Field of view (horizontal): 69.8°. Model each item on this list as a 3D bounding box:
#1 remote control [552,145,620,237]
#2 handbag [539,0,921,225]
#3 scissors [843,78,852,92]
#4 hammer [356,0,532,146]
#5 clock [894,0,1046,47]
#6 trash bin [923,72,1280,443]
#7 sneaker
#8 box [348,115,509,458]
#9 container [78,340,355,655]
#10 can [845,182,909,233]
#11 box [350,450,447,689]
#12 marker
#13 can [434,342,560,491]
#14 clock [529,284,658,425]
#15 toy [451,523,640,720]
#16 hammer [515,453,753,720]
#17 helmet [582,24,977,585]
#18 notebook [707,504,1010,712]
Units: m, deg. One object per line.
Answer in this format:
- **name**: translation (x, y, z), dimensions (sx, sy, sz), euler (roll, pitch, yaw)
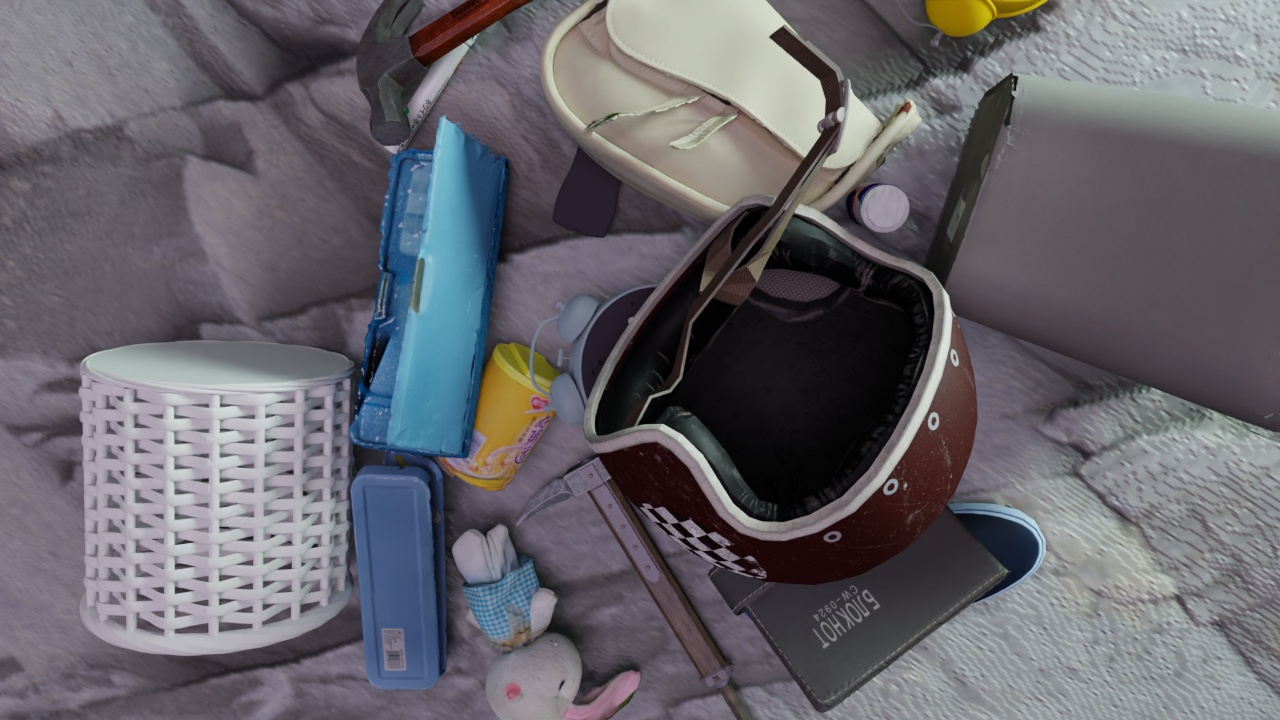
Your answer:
- **remote control**: translation (-0.029, -0.158, 0.704), dimensions (0.046, 0.009, 0.124), euler (19, 99, 3)
- **handbag**: translation (0.055, -0.181, 0.626), dimensions (0.229, 0.132, 0.184), euler (44, 96, -3)
- **scissors**: translation (0.133, -0.131, 0.691), dimensions (0.108, 0.016, 0.179), euler (-18, 97, 8)
- **hammer**: translation (-0.074, -0.267, 0.639), dimensions (0.301, 0.028, 0.111), euler (-25, 66, 17)
- **clock**: translation (0.242, -0.292, 0.633), dimensions (0.152, 0.052, 0.113), euler (-28, 96, 6)
- **trash bin**: translation (0.318, -0.080, 0.599), dimensions (0.220, 0.197, 0.197), euler (17, 102, 8)
- **sneaker**: translation (0.191, 0.170, 0.697), dimensions (0.241, 0.098, 0.083), euler (-9, 101, 7)
- **box**: translation (-0.162, -0.050, 0.655), dimensions (0.094, 0.110, 0.231), euler (7, 83, 9)
- **container**: translation (-0.311, 0.091, 0.688), dimensions (0.189, 0.189, 0.187), euler (5, 99, 5)
- **can**: translation (0.166, -0.109, 0.650), dimensions (0.032, 0.095, 0.032), euler (1, 102, 6)
- **box**: translation (-0.187, 0.168, 0.745), dimensions (0.069, 0.063, 0.210), euler (3, 114, -1)
- **marker**: translation (-0.152, -0.221, 0.702), dimensions (0.017, 0.017, 0.146), euler (36, 102, -2)
- **can**: translation (-0.108, 0.045, 0.720), dimensions (0.067, 0.067, 0.105), euler (33, 102, -1)
- **clock**: translation (-0.004, 0.004, 0.687), dimensions (0.159, 0.045, 0.122), euler (6, 88, -17)
- **toy**: translation (-0.090, 0.226, 0.734), dimensions (0.131, 0.105, 0.205), euler (-22, 99, 6)
- **hammer**: translation (0.032, 0.217, 0.758), dimensions (0.147, 0.028, 0.317), euler (-30, 96, 9)
- **helmet**: translation (0.082, 0.009, 0.569), dimensions (0.253, 0.234, 0.232), euler (35, 61, -13)
- **notebook**: translation (0.127, 0.120, 0.663), dimensions (0.169, 0.029, 0.209), euler (-36, 58, -4)
